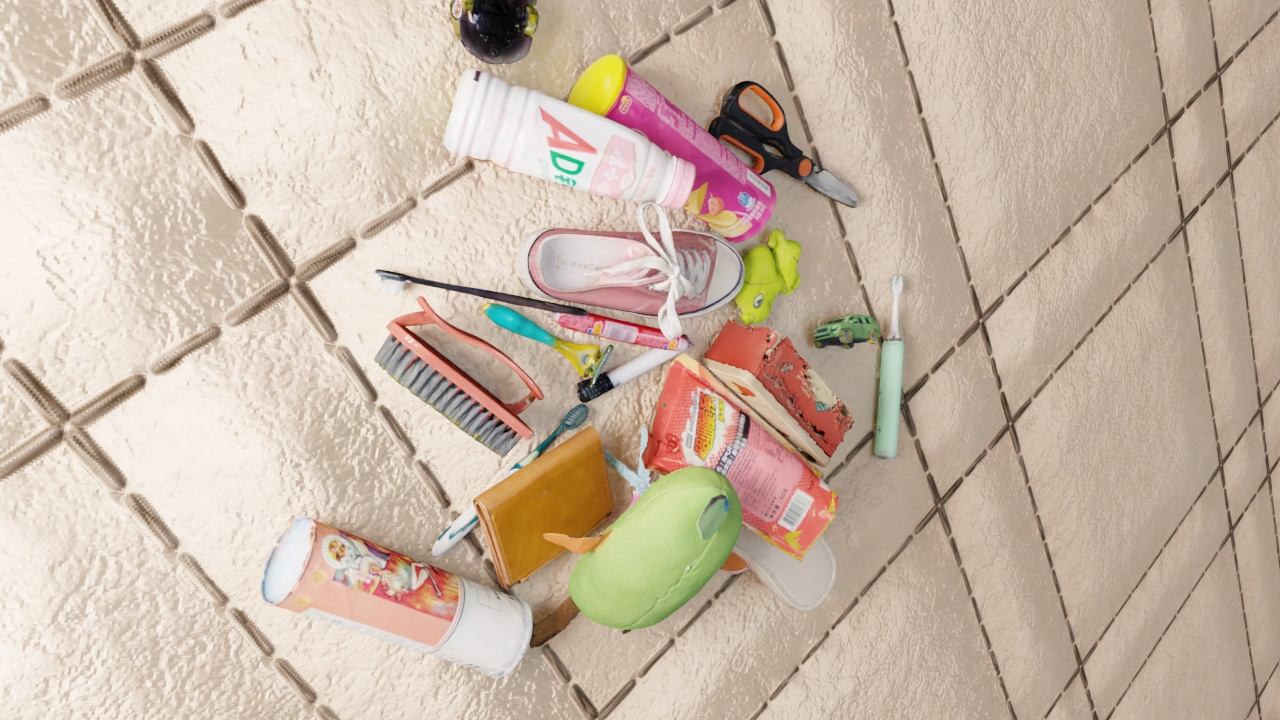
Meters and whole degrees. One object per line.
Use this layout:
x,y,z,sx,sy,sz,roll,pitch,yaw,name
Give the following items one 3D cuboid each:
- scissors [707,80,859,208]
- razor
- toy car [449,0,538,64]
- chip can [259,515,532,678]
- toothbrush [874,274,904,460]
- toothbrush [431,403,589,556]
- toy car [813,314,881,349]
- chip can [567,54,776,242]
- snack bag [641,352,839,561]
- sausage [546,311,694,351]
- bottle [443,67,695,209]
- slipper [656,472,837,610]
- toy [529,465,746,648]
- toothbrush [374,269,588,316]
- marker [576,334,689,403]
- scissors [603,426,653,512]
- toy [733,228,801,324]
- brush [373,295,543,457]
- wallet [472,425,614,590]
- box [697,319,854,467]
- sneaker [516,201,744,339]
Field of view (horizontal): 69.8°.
0.149,-0.193,0.951,0.136,0.022,0.235,-50,128,-9,scissors
-0.084,-0.020,0.800,0.132,0.028,0.043,27,93,-33,razor
-0.113,-0.311,0.714,0.070,0.042,0.158,2,96,-37,toy car
-0.190,0.194,0.737,0.214,0.071,0.071,33,79,-36,chip can
0.298,0.009,1.092,0.026,0.027,0.224,0,100,-7,toothbrush
-0.111,0.104,0.811,0.191,0.018,0.016,-45,121,-23,toothbrush
0.230,-0.032,1.022,0.091,0.043,0.036,-5,86,-44,toy car
0.032,-0.184,0.829,0.210,0.071,0.071,30,81,-37,chip can
0.095,0.098,0.885,0.208,0.073,0.128,36,54,-18,snack bag
-0.016,-0.027,0.847,0.155,0.020,0.020,12,92,-29,sausage
-0.053,-0.169,0.728,0.197,0.068,0.068,16,89,-13,bottle
0.109,0.164,0.961,0.274,0.054,0.114,44,68,-23,slipper
0.007,0.181,0.832,0.226,0.090,0.247,13,130,-37,toy
-0.126,-0.051,0.751,0.181,0.016,0.018,8,99,-25,toothbrush
-0.005,0.005,0.871,0.130,0.018,0.022,-29,110,-29,marker
-0.001,0.128,0.880,0.133,0.017,0.125,39,109,-11,scissors
0.129,-0.087,0.945,0.100,0.031,0.097,-10,105,-39,toy
-0.145,0.011,0.741,0.069,0.063,0.146,-50,122,-4,brush
-0.080,0.138,0.823,0.130,0.035,0.119,-31,129,-33,wallet
0.146,0.028,0.942,0.168,0.091,0.079,43,75,-34,box
0.011,-0.079,0.822,0.240,0.088,0.118,2,97,-36,sneaker
